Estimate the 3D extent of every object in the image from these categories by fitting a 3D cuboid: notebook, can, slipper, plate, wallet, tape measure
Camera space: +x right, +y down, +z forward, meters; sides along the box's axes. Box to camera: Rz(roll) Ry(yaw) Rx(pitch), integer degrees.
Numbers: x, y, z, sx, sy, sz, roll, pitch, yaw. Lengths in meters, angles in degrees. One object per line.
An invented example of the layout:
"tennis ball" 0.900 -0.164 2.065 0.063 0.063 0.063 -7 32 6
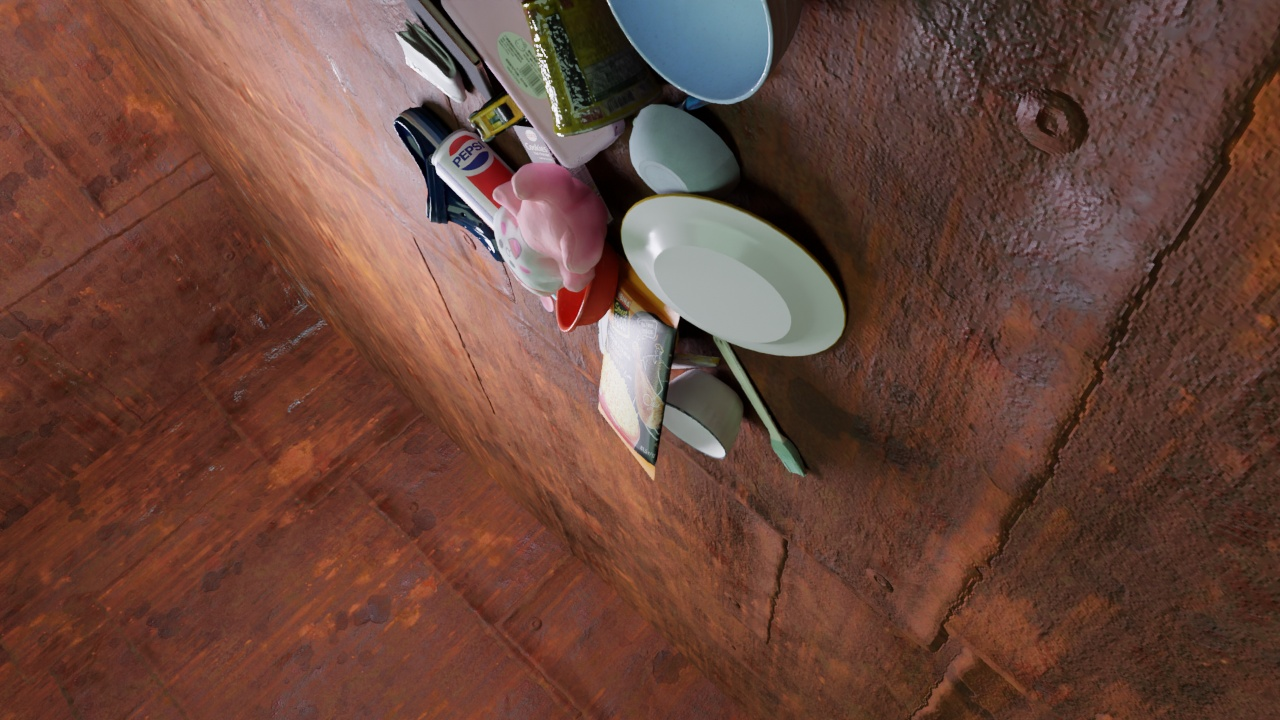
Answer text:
"notebook" -0.200 -0.331 0.933 0.141 0.008 0.209 49 180 -6
"can" -0.191 -0.220 1.142 0.132 0.070 0.070 45 161 5
"slipper" -0.254 -0.222 1.227 0.253 0.095 0.105 51 161 5
"plate" 0.079 -0.068 0.856 0.230 0.021 0.230 25 157 11
"wallet" -0.230 -0.335 1.032 0.086 0.032 0.116 42 176 -9
"tape measure" -0.134 -0.262 0.954 0.063 0.067 0.038 -18 115 37

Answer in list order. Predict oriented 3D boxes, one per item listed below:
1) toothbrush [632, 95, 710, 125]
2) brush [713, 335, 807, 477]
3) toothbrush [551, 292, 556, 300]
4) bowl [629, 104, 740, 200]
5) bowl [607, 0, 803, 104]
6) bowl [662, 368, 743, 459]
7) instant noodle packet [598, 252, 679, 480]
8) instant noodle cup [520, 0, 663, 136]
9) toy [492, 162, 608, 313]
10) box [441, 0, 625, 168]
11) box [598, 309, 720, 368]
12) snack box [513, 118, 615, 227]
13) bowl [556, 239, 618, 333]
"toothbrush" 0.039 -0.214 0.757 0.189 0.016 0.017 6 126 61
"brush" 0.139 0.054 1.077 0.033 0.012 0.218 12 139 58
"toothbrush" -0.151 -0.120 1.336 0.180 0.016 0.017 40 157 21
"bowl" 0.031 -0.169 0.795 0.106 0.039 0.106 33 164 10
"bowl" 0.048 -0.248 0.582 0.150 0.074 0.151 40 159 18
"bowl" 0.075 0.061 1.123 0.116 0.065 0.116 34 163 12
"instant noodle packet" -0.007 0.006 1.079 0.160 0.032 0.221 48 138 50
"instant noodle cup" -0.046 -0.253 0.755 0.102 0.102 0.108 19 138 54
"toy" -0.101 -0.135 1.000 0.142 0.084 0.214 56 157 -1
"box" -0.095 -0.283 0.872 0.101 0.102 0.201 -31 104 30
"box" 0.021 -0.029 1.148 0.211 0.080 0.084 175 94 -65
"snack box" -0.082 -0.204 1.004 0.051 0.031 0.141 24 150 49
"bowl" -0.059 -0.093 1.084 0.045 0.130 0.131 9 173 -21
